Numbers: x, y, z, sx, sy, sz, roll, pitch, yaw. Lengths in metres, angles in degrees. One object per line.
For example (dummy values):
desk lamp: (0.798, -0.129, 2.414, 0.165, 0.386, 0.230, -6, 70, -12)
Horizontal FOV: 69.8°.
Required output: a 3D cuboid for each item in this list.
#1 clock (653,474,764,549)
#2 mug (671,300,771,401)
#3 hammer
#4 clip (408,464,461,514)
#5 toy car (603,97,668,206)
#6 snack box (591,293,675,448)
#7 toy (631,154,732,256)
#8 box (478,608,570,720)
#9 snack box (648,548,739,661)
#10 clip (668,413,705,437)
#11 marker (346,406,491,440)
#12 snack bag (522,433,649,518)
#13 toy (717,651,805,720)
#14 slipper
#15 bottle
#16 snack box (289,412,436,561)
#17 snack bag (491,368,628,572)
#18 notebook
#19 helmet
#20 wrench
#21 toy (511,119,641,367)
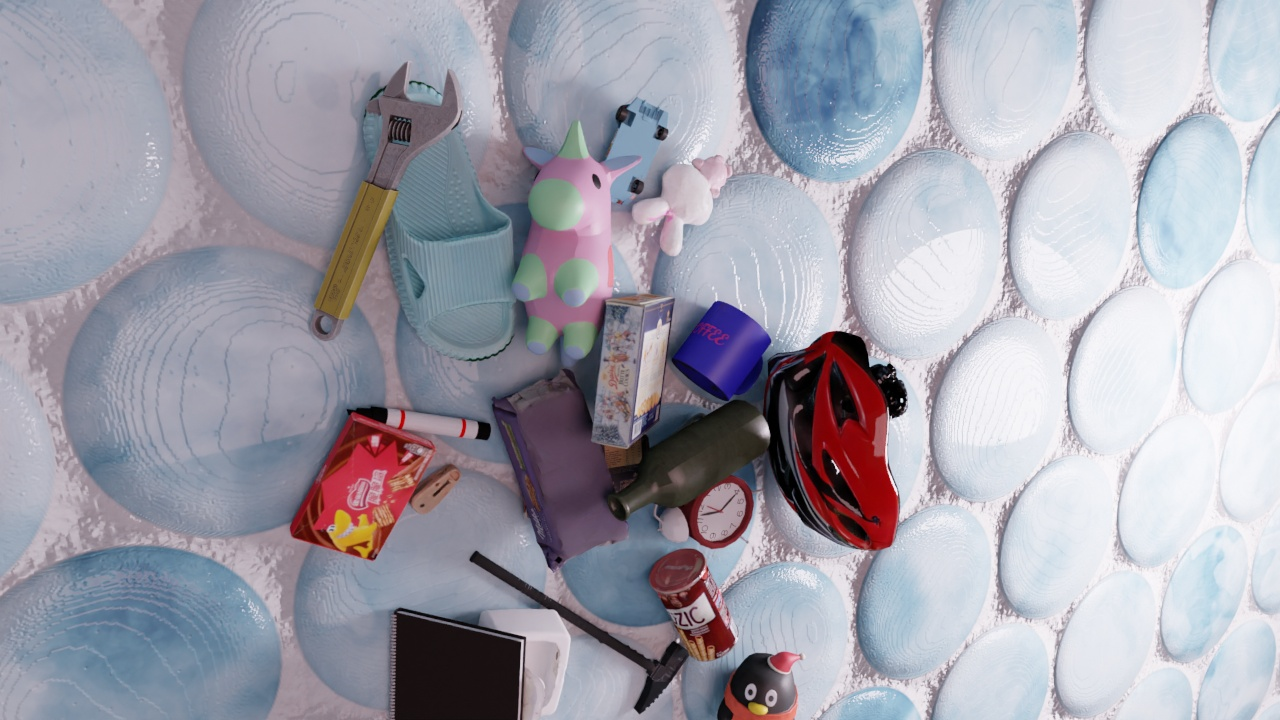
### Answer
clock: (0.077, 0.173, 1.090, 0.137, 0.048, 0.096, 13, 95, -32)
mug: (0.100, -0.002, 1.048, 0.083, 0.079, 0.111, -53, 132, -9)
hammer: (-0.075, 0.307, 1.058, 0.325, 0.015, 0.095, 41, 82, -29)
clip: (-0.209, 0.131, 0.934, 0.025, 0.047, 0.062, 58, 45, -26)
toy car: (-0.014, -0.219, 0.961, 0.060, 0.027, 0.108, 18, 102, -31)
snack box: (-0.006, 0.006, 0.958, 0.043, 0.144, 0.145, 8, 99, 13)
toy: (0.049, -0.177, 0.999, 0.125, 0.037, 0.076, -48, 116, -14)
box: (-0.121, 0.339, 0.966, 0.103, 0.130, 0.110, 7, 100, -26)
snack box: (0.066, 0.293, 1.099, 0.072, 0.072, 0.121, -34, 116, -19)
clip: (0.052, 0.093, 1.073, 0.076, 0.023, 0.047, -40, 119, -13)
marker: (-0.220, 0.062, 0.916, 0.145, 0.019, 0.019, 11, 96, -31)
snack bag: (-0.058, 0.127, 1.022, 0.155, 0.018, 0.075, -6, 105, -28)
toy: (0.154, 0.421, 1.161, 0.099, 0.097, 0.119, -47, 148, -64)
slipper: (-0.185, -0.123, 0.866, 0.115, 0.069, 0.276, -20, 110, -20)
bottle: (0.051, 0.113, 1.004, 0.206, 0.071, 0.071, -27, 114, -34)
snack box: (-0.269, 0.124, 0.892, 0.089, 0.021, 0.133, 26, 98, -31)
snack bag: (-0.080, 0.118, 0.965, 0.096, 0.058, 0.205, -24, 108, -22)
notebook: (-0.192, 0.367, 0.947, 0.016, 0.149, 0.207, -27, 123, -69)
helmet: (0.234, 0.100, 1.076, 0.167, 0.217, 0.272, -13, 111, 10)
wrench: (-0.236, -0.138, 0.822, 0.083, 0.018, 0.274, 27, 103, 7)
toy: (-0.069, -0.107, 0.912, 0.223, 0.120, 0.170, 87, 14, -48)
